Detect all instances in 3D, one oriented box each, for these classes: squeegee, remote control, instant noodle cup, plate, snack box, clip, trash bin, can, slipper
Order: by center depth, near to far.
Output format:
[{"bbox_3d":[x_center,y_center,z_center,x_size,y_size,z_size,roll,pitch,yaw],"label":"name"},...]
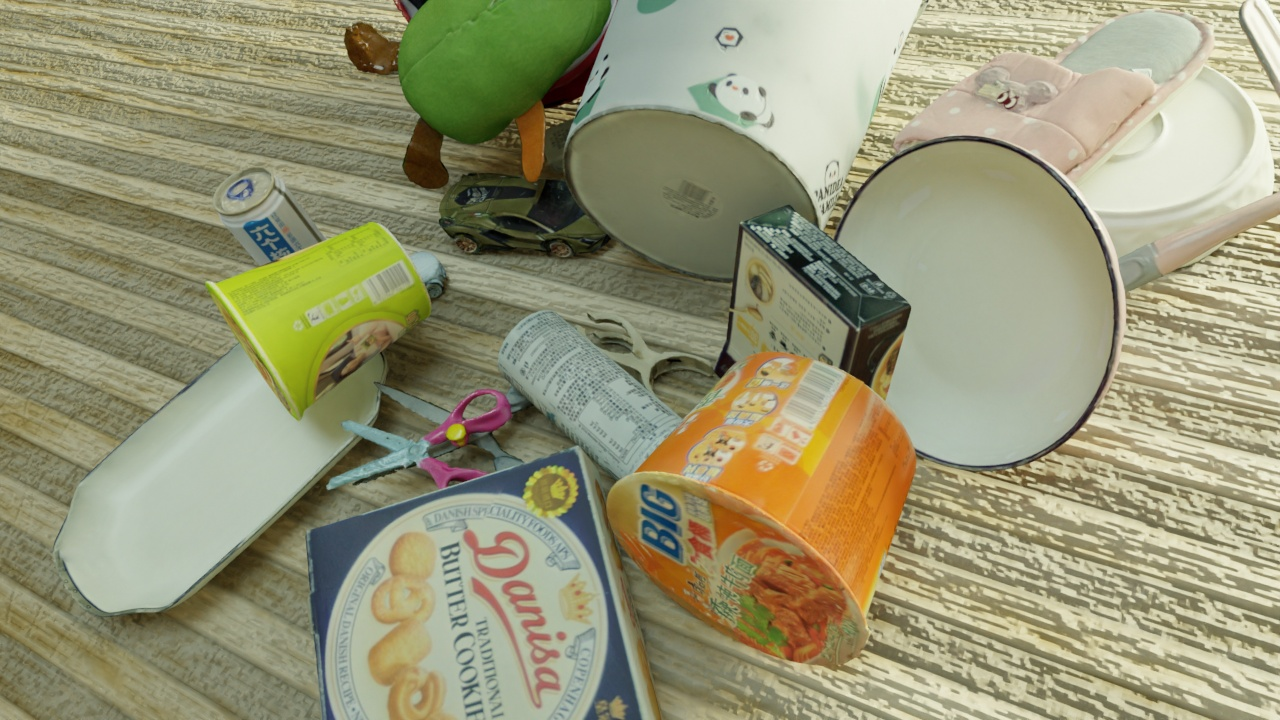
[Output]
[{"bbox_3d":[0.074,0.075,0.502,0.151,0.151,0.111,19,54,27],"label":"instant noodle cup"},{"bbox_3d":[-0.094,0.159,0.528,0.182,0.046,0.177,-19,62,3],"label":"snack box"},{"bbox_3d":[0.192,-0.033,0.535,0.039,0.193,0.192,-12,44,-35],"label":"plate"},{"bbox_3d":[0.322,-0.064,0.559,0.250,0.040,0.247,-27,79,14],"label":"squeegee"},{"bbox_3d":[0.101,-0.013,0.574,0.053,0.126,0.113,-23,50,-21],"label":"snack box"},{"bbox_3d":[-0.028,0.029,0.602,0.058,0.058,0.147,-43,64,-16],"label":"can"},{"bbox_3d":[0.272,-0.172,0.611,0.274,0.054,0.114,-33,45,-13],"label":"slipper"},{"bbox_3d":[-0.001,0.000,0.644,0.100,0.035,0.070,31,67,27],"label":"clip"},{"bbox_3d":[0.331,-0.150,0.648,0.205,0.045,0.204,-8,54,11],"label":"plate"},{"bbox_3d":[-0.220,-0.036,0.652,0.123,0.112,0.112,-35,52,-22],"label":"instant noodle cup"},{"bbox_3d":[0.073,-0.210,0.666,0.230,0.230,0.251,11,65,23],"label":"trash bin"},{"bbox_3d":[-0.299,0.074,0.676,0.162,0.034,0.265,31,68,32],"label":"plate"},{"bbox_3d":[-0.276,-0.088,0.724,0.053,0.135,0.053,-8,53,11],"label":"can"},{"bbox_3d":[-0.027,-0.206,0.808,0.125,0.024,0.049,-23,51,0],"label":"remote control"}]

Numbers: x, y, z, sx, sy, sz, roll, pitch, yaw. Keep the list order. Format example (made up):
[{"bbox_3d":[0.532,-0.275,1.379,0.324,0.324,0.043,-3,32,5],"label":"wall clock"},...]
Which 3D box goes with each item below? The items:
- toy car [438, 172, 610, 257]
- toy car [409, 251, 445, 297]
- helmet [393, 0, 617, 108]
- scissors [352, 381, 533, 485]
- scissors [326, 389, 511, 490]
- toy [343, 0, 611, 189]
[{"bbox_3d":[-0.092,-0.123,0.757,0.158,0.042,0.070,6,57,17],"label":"toy car"},{"bbox_3d":[-0.202,-0.058,0.745,0.090,0.034,0.043,-34,49,-11],"label":"toy car"},{"bbox_3d":[-0.095,-0.327,0.841,0.207,0.143,0.240,-37,76,13],"label":"helmet"},{"bbox_3d":[-0.113,0.046,0.637,0.178,0.014,0.159,26,59,18],"label":"scissors"},{"bbox_3d":[-0.144,0.068,0.611,0.133,0.017,0.118,-22,61,-3],"label":"scissors"},{"bbox_3d":[-0.121,-0.244,0.719,0.247,0.089,0.227,-20,89,32],"label":"toy"}]
